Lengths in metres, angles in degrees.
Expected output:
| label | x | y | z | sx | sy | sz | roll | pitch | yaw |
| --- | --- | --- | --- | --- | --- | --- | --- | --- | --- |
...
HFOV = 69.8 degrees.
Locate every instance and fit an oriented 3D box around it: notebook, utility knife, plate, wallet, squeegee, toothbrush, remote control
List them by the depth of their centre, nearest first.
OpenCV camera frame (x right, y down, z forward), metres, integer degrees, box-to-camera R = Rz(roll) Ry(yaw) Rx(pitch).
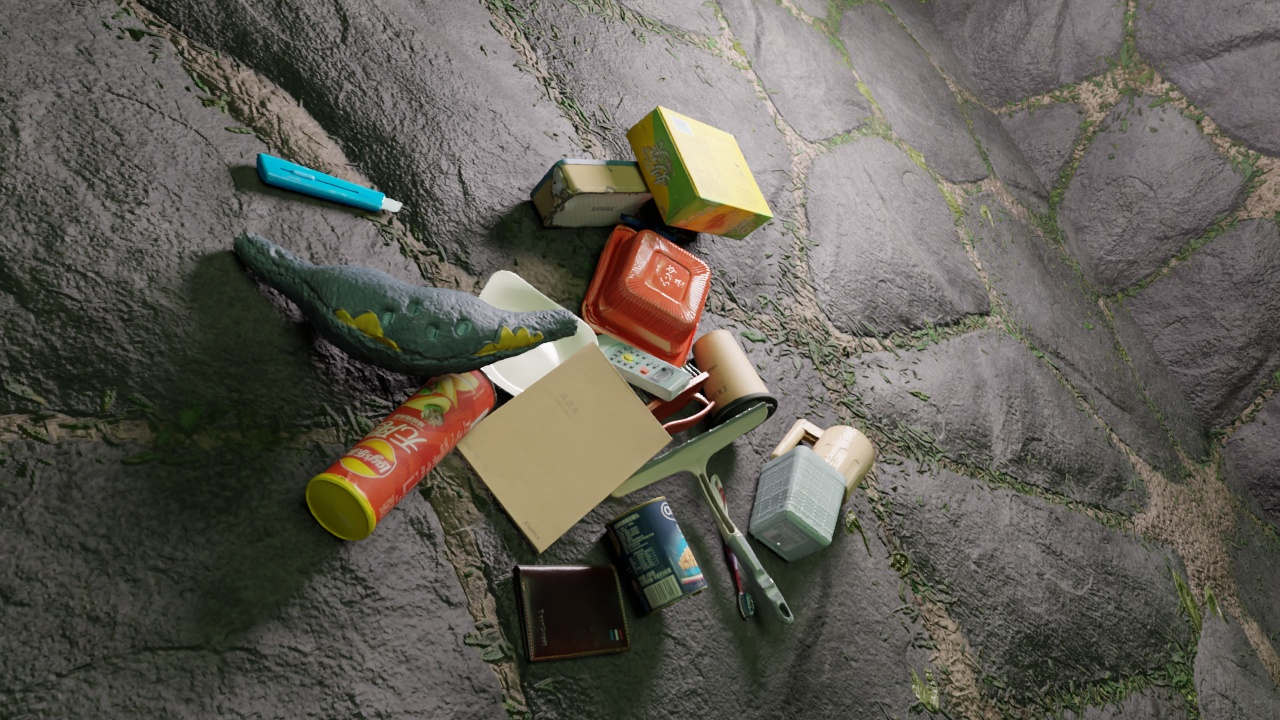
| label | x | y | z | sx | sy | sz | roll | pitch | yaw |
| --- | --- | --- | --- | --- | --- | --- | --- | --- | --- |
| wallet | -0.070 | 0.257 | 0.943 | 0.122 | 0.020 | 0.096 | 8 | 56 | -36 |
| notebook | -0.081 | 0.090 | 1.012 | 0.210 | 0.012 | 0.149 | -37 | 88 | -31 |
| utility knife | -0.345 | -0.194 | 1.030 | 0.166 | 0.018 | 0.034 | 13 | 52 | -38 |
| plate | -0.132 | -0.013 | 1.076 | 0.164 | 0.034 | 0.163 | 34 | 43 | -18 |
| squeegee | 0.113 | 0.208 | 1.109 | 0.245 | 0.039 | 0.246 | -25 | 80 | -27 |
| toothbrush | 0.113 | 0.226 | 1.132 | 0.016 | 0.017 | 0.187 | 10 | 55 | -33 |
| remote control | -0.007 | 0.007 | 1.136 | 0.135 | 0.019 | 0.056 | 26 | 34 | 21 |

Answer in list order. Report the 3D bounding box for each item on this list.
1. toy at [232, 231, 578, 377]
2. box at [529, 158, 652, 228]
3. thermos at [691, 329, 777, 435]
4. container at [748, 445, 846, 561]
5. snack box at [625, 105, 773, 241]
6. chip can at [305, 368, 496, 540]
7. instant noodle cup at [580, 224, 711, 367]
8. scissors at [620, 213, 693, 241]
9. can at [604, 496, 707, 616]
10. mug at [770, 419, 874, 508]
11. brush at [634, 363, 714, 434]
| label | x | y | z | sx | sy | sz | roll | pitch | yaw |
| --- | --- | --- | --- | --- | --- | --- | --- | --- | --- |
| toy | -0.240 | -0.048 | 0.918 | 0.356 | 0.092 | 0.137 | 15 | 39 | -8 |
| box | -0.059 | -0.230 | 1.266 | 0.183 | 0.090 | 0.059 | -13 | 70 | -49 |
| thermos | 0.122 | 0.032 | 1.238 | 0.093 | 0.093 | 0.143 | 6 | 50 | -40 |
| container | 0.202 | 0.189 | 1.189 | 0.090 | 0.090 | 0.111 | 38 | 44 | -14 |
| snack box | 0.088 | -0.266 | 1.333 | 0.209 | 0.070 | 0.157 | 1 | 62 | -54 |
| chip can | -0.224 | 0.081 | 0.892 | 0.073 | 0.073 | 0.215 | 46 | 40 | -5 |
| instant noodle cup | 0.019 | -0.092 | 1.224 | 0.164 | 0.079 | 0.188 | 28 | 56 | -15 |
| scissors | 0.039 | -0.184 | 1.321 | 0.169 | 0.012 | 0.147 | 13 | 15 | -35 |
| can | 0.017 | 0.216 | 1.008 | 0.075 | 0.076 | 0.111 | -11 | 69 | -46 |
| mug | 0.254 | 0.141 | 1.288 | 0.125 | 0.084 | 0.103 | 32 | 39 | 16 |
| brush | 0.034 | 0.060 | 1.150 | 0.069 | 0.063 | 0.145 | 46 | 40 | 16 |
